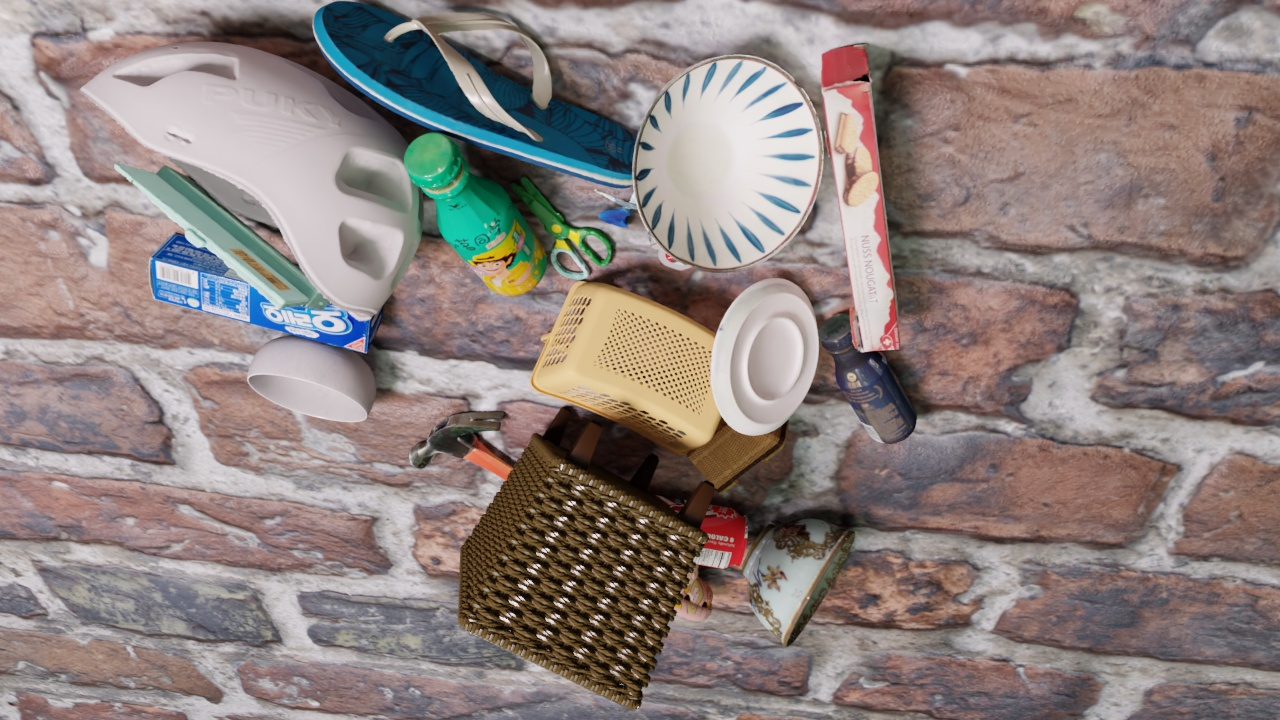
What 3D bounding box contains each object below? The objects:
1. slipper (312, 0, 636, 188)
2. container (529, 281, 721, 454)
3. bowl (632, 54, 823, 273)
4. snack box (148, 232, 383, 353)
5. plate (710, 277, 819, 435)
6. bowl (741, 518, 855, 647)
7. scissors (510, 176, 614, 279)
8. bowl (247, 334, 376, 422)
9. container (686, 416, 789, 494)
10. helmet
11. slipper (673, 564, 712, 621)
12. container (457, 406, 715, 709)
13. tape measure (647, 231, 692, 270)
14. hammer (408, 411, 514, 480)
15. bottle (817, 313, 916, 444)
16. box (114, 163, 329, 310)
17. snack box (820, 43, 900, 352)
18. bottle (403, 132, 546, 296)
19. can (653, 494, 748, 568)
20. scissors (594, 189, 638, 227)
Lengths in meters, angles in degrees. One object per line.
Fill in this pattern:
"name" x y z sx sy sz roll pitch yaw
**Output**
"slipper" -0.121 -0.225 0.751 0.294 0.118 0.060 21 137 -16
"container" -0.006 0.005 0.936 0.183 0.129 0.167 25 171 -13
"bowl" 0.062 -0.168 0.783 0.177 0.071 0.177 -7 110 -22
"snack box" -0.386 -0.070 0.957 0.226 0.059 0.059 14 127 -5
"plate" 0.127 -0.002 0.895 0.014 0.156 0.157 15 146 48
"bowl" 0.180 0.254 1.116 0.094 0.159 0.160 30 135 22
"scissors" -0.086 -0.128 0.897 0.071 0.014 0.130 -33 121 30
"bowl" -0.355 0.013 1.008 0.132 0.064 0.132 10 157 4
"container" 0.105 0.088 1.027 0.061 0.063 0.114 37 126 -13
"helmet" -0.319 -0.159 0.775 0.282 0.183 0.224 20 169 -3
"slipper" 0.035 0.272 1.173 0.093 0.081 0.197 26 175 39
"container" -0.059 0.173 0.937 0.176 0.321 0.205 29 85 -9
"tape measure" 0.045 -0.112 0.872 0.060 0.020 0.062 -13 155 15
"hammer" -0.118 0.171 1.149 0.333 0.033 0.133 37 125 -24
"bottle" 0.234 0.020 0.950 0.056 0.056 0.161 -22 125 24
"box" -0.379 -0.112 0.849 0.186 0.136 0.033 40 86 -5
"snack box" 0.195 -0.133 0.812 0.044 0.076 0.273 -6 130 16
"bottle" -0.144 -0.126 0.808 0.068 0.068 0.210 -4 160 11
"can" 0.055 0.210 1.127 0.142 0.074 0.075 10 131 -1
"scissors" -0.016 -0.137 0.831 0.104 0.015 0.133 -2 177 30
